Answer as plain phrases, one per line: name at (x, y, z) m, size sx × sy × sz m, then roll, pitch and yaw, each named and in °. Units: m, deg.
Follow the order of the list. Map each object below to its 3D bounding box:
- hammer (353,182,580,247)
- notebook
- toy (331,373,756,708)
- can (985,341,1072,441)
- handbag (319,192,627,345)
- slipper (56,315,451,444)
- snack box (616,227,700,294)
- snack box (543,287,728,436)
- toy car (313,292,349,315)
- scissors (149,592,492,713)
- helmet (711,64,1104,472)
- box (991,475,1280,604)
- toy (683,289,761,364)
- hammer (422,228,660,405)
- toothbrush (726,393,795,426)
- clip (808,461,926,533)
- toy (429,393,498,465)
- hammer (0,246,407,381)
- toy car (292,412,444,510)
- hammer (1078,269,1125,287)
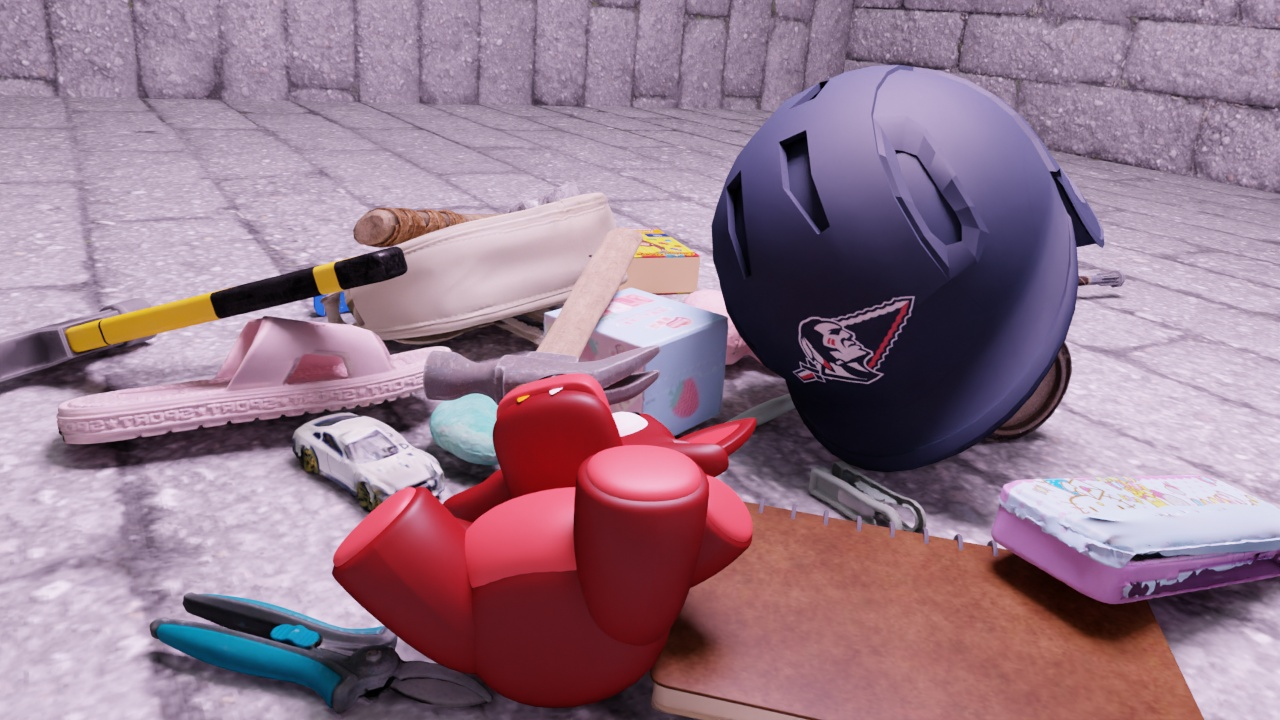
hammer at (-0.161, -0.130, 0.871) m, size 0.122 × 0.049 × 0.318 m, roll -25°, pitch 0°, yaw 21°
notebook at (0.129, 0.127, 0.432) m, size 0.225 × 0.024 × 0.167 m, roll 9°, pitch 23°, yaw 10°
toy at (-0.029, 0.068, 0.429) m, size 0.158 × 0.120 × 0.196 m, roll -16°, pitch 12°, yaw 15°
can at (0.259, 0.005, 0.684) m, size 0.089 × 0.090 × 0.074 m, roll -3°, pitch 22°, yaw -19°
handbag at (-0.128, -0.055, 0.801) m, size 0.184 × 0.132 × 0.228 m, roll -12°, pitch 5°, yaw 35°
slipper at (-0.244, 0.002, 0.597) m, size 0.238 × 0.064 × 0.094 m, roll -10°, pitch 9°, yaw -25°
snack box at (-0.002, -0.110, 0.999) m, size 0.088 × 0.040 × 0.126 m, roll -4°, pitch 22°, yaw -21°
snack box at (-0.004, 0.004, 0.647) m, size 0.095 × 0.079 × 0.092 m, roll 19°, pitch 27°, yaw 37°
toy car at (-0.266, -0.072, 0.846) m, size 0.091 × 0.033 × 0.062 m, roll -13°, pitch 34°, yaw -38°
scissors at (-0.138, 0.127, 0.384) m, size 0.137 × 0.019 × 0.136 m, roll -10°, pitch 28°, yaw -37°
helmet at (0.158, -0.063, 0.605) m, size 0.222 × 0.272 × 0.233 m, roll 11°, pitch -29°, yaw -39°
box at (0.279, 0.090, 0.493) m, size 0.213 × 0.033 × 0.076 m, roll 4°, pitch 18°, yaw -34°
toy at (0.083, -0.024, 0.785) m, size 0.105 × 0.053 × 0.108 m, roll 16°, pitch 21°, yaw -2°
hammer at (-0.035, -0.041, 0.623) m, size 0.119 × 0.031 × 0.330 m, roll 4°, pitch 21°, yaw 6°
toothbrush at (0.066, 0.045, 0.643) m, size 0.154 × 0.015 × 0.022 m, roll -18°, pitch 65°, yaw -44°
clip at (0.134, 0.084, 0.548) m, size 0.044 × 0.023 × 0.076 m, roll -10°, pitch 23°, yaw -29°
toy at (-0.092, 0.043, 0.590) m, size 0.085 × 0.033 × 0.105 m, roll 7°, pitch 17°, yaw 8°
hammer at (-0.291, -0.032, 0.594) m, size 0.325 × 0.034 × 0.169 m, roll -10°, pitch 12°, yaw 21°
toy car at (-0.161, 0.056, 0.544) m, size 0.105 × 0.033 × 0.047 m, roll 22°, pitch 25°, yaw 35°
hammer at (0.425, -0.084, 1.019) m, size 0.321 × 0.044 × 0.098 m, roll -5°, pitch 23°, yaw -24°
